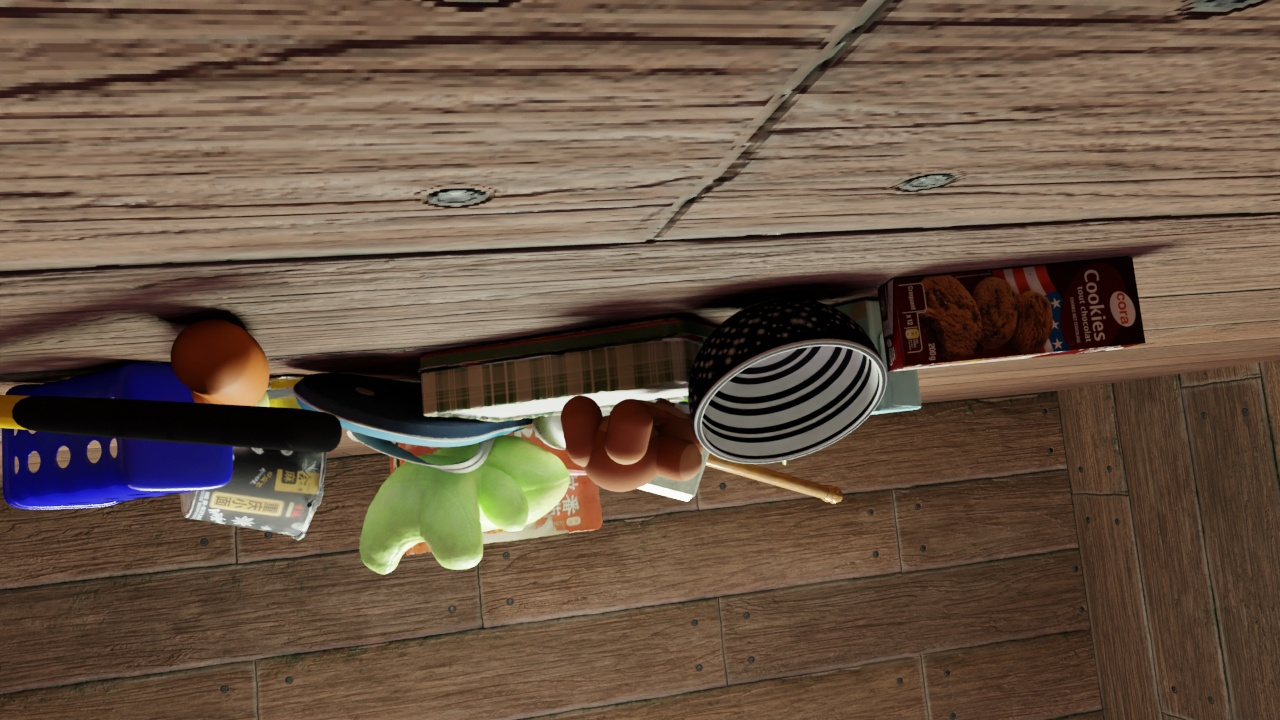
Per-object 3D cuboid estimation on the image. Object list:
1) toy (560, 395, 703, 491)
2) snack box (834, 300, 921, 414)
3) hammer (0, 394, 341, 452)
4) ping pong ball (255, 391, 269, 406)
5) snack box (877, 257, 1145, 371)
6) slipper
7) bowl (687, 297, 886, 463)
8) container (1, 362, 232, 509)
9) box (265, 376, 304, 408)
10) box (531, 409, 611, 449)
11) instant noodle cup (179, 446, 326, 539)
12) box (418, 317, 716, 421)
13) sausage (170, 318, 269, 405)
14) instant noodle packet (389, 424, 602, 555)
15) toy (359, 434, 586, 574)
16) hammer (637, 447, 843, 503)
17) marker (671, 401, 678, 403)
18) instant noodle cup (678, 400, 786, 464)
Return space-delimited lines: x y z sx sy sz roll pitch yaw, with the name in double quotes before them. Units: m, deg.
"toy" 0.010 0.047 0.605 0.095 0.065 0.127 11 -167 37
"snack box" 0.114 0.008 0.665 0.053 0.075 0.175 1 172 -40
"hammer" -0.298 0.028 0.470 0.324 0.029 0.127 1 172 22
"ping pong ball" -0.293 0.032 0.671 0.040 0.040 0.040 -6 174 -1
"snack box" 0.217 -0.027 0.543 0.141 0.051 0.032 -5 174 -2
"slipper" -0.173 0.057 0.762 0.118 0.060 0.294 19 -177 15
"bowl" 0.085 0.003 0.574 0.120 0.066 0.120 -9 141 -7
"container" -0.338 0.050 0.598 0.114 0.084 0.085 -10 172 25
"box" -0.343 0.038 0.754 0.210 0.037 0.064 -9 179 26
"box" -0.045 0.050 0.900 0.125 0.084 0.156 -10 178 -23
"instant noodle cup" -0.383 0.105 0.900 0.112 0.137 0.138 8 167 -34
"box" -0.046 0.009 0.659 0.206 0.051 0.117 -9 170 23
"sausage" -0.229 0.007 0.506 0.044 0.039 0.164 0 172 -22
"instant noodle packet" -0.153 0.113 0.985 0.220 0.164 0.084 -3 172 -21
"toy" -0.154 0.117 0.833 0.150 0.107 0.196 -7 -164 24
"hammer" 0.109 0.123 1.072 0.317 0.083 0.163 18 -178 -23
"marker" -0.018 0.021 0.757 0.017 0.017 0.146 -2 -171 -34
"instant noodle cup" 0.083 0.037 0.816 0.108 0.099 0.099 7 176 11
